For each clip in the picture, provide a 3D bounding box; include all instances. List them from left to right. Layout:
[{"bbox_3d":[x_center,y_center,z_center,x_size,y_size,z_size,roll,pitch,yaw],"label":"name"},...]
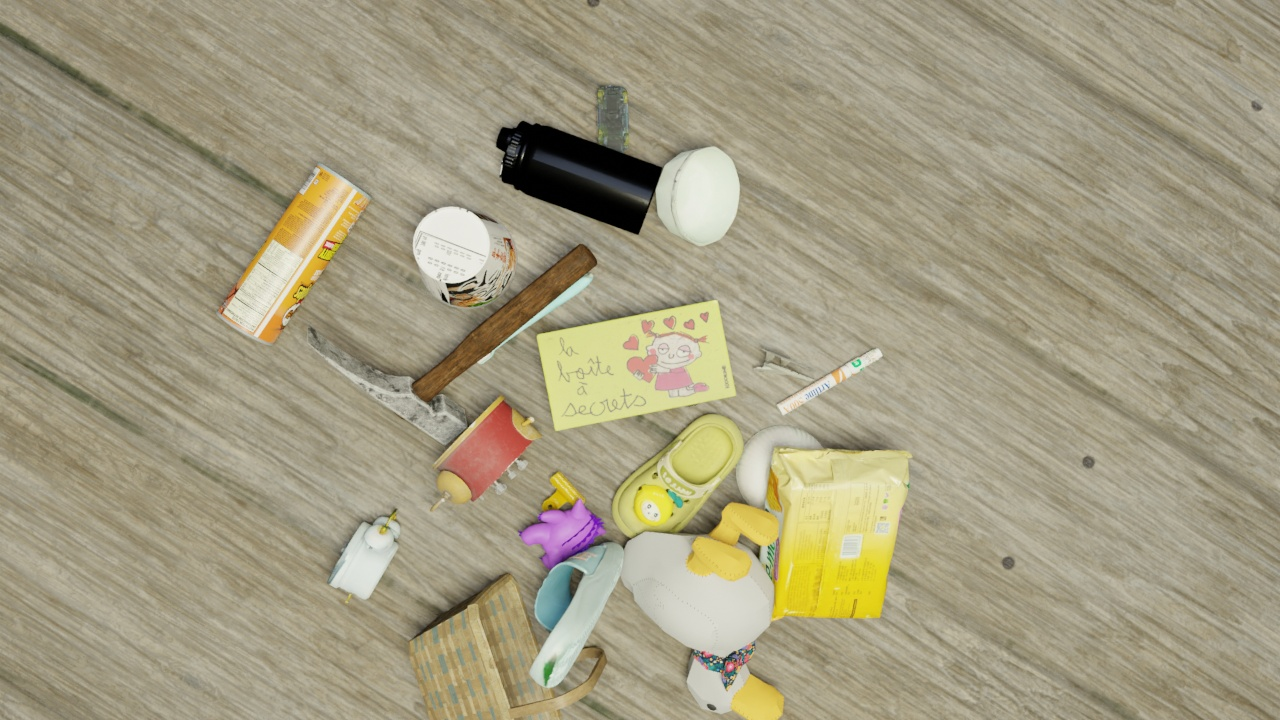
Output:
[{"bbox_3d":[-0.099,0.169,1.133,0.054,0.044,0.050,46,123,-1],"label":"clip"},{"bbox_3d":[0.170,-0.002,1.127,0.056,0.101,0.046,21,91,42],"label":"clip"}]

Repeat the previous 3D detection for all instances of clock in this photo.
[{"bbox_3d":[-0.323,0.227,1.091,0.057,0.083,0.117,30,91,-6],"label":"clock"},{"bbox_3d":[-0.187,0.122,1.080,0.081,0.117,0.158,44,80,-4],"label":"clock"}]

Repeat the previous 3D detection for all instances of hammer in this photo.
[{"bbox_3d":[-0.194,-0.051,1.029,0.301,0.037,0.217,-38,129,12],"label":"hammer"}]

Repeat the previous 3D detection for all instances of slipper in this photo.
[{"bbox_3d":[-0.078,0.267,1.017,0.074,0.245,0.104,27,107,5],"label":"slipper"},{"bbox_3d":[0.051,0.145,1.106,0.190,0.081,0.091,-44,93,-4],"label":"slipper"}]

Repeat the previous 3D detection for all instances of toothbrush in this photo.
[{"bbox_3d":[-0.131,-0.053,1.137,0.180,0.016,0.016,-37,89,-3],"label":"toothbrush"}]

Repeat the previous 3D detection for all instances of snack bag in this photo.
[{"bbox_3d":[0.225,0.210,1.072,0.159,0.068,0.248,-1,117,-5],"label":"snack bag"}]

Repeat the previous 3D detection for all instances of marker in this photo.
[{"bbox_3d":[0.236,0.026,1.145,0.145,0.017,0.017,-30,90,-2],"label":"marker"}]

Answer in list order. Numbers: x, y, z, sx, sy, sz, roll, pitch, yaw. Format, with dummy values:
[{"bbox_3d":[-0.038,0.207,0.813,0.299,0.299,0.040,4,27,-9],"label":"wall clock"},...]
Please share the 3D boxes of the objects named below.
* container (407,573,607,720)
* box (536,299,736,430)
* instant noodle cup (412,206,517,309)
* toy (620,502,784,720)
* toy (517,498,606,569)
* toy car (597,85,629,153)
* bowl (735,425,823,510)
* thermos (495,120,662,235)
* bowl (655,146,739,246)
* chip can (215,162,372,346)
[{"bbox_3d":[-0.134,0.380,1.059,0.186,0.157,0.250,-19,89,9],"label":"container"},{"bbox_3d":[-0.007,0.006,1.107,0.221,0.082,0.124,-9,89,-3],"label":"box"},{"bbox_3d":[-0.213,-0.127,1.083,0.123,0.122,0.123,0,88,-2],"label":"instant noodle cup"},{"bbox_3d":[0.077,0.291,1.067,0.247,0.140,0.268,28,126,22],"label":"toy"},{"bbox_3d":[-0.087,0.212,1.102,0.088,0.056,0.106,-39,129,-10],"label":"toy"},{"bbox_3d":[-0.034,-0.296,1.139,0.038,0.027,0.089,-1,87,-5],"label":"toy car"},{"bbox_3d":[0.179,0.139,1.118,0.118,0.062,0.118,0,89,-2],"label":"bowl"},{"bbox_3d":[-0.082,-0.226,1.107,0.198,0.086,0.086,20,88,-1],"label":"thermos"},{"bbox_3d":[0.060,-0.201,1.112,0.061,0.117,0.117,18,87,43],"label":"bowl"},{"bbox_3d":[-0.414,-0.127,1.100,0.075,0.075,0.215,33,88,-1],"label":"chip can"}]
